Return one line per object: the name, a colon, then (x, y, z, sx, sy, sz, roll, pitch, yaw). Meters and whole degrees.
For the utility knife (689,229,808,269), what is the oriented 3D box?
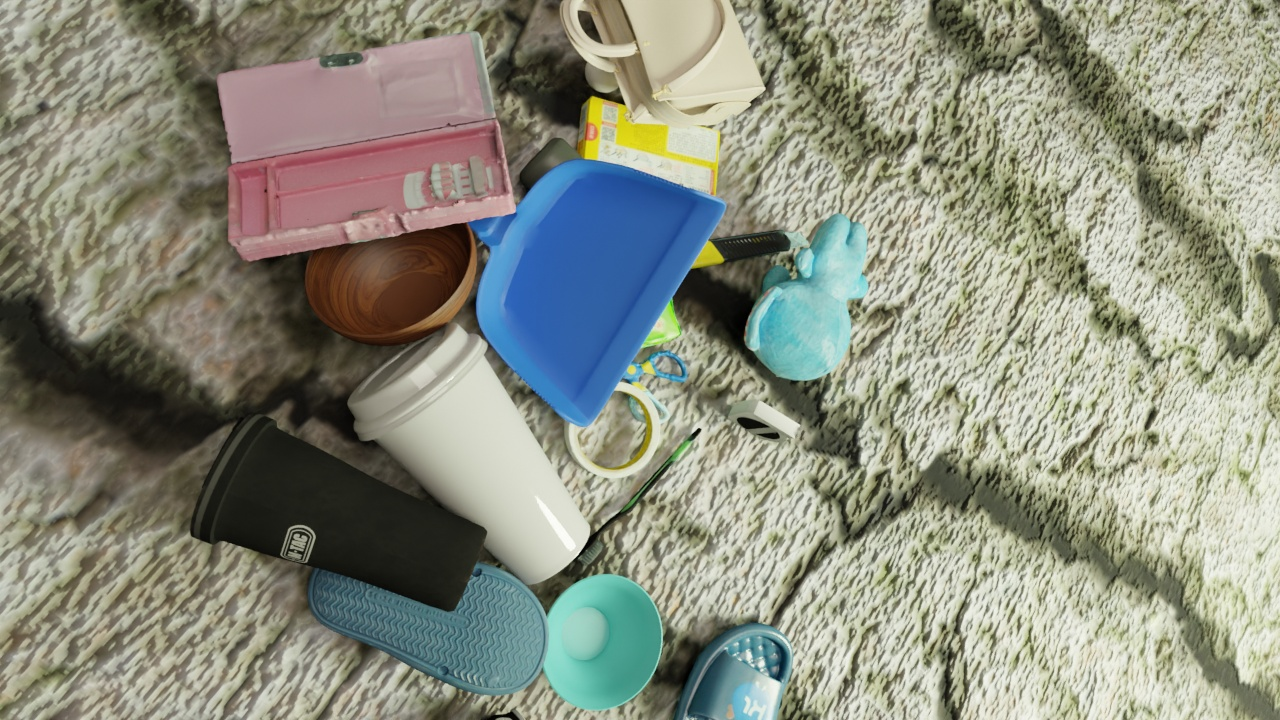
utility knife: (0.104, -0.120, 0.985, 0.186, 0.020, 0.029, -11, 91, -24)

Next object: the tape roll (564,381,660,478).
tape roll: (-0.027, 0.067, 0.898, 0.094, 0.019, 0.094, 0, 91, -19)

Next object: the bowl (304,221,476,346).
bowl: (-0.207, -0.068, 0.799, 0.147, 0.069, 0.147, -4, 61, 7)

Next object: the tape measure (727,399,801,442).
tape measure: (0.128, 0.064, 0.952, 0.064, 0.065, 0.016, 31, 73, -17)

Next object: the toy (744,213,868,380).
toy: (0.173, -0.068, 0.966, 0.183, 0.115, 0.181, 14, 97, -45)

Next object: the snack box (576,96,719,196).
snack box: (0.009, -0.215, 0.948, 0.152, 0.025, 0.075, 9, 81, -24)

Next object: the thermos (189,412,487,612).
thermos: (-0.237, 0.127, 0.732, 0.218, 0.106, 0.105, 24, 75, -8)

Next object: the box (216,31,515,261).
box: (-0.234, -0.182, 0.785, 0.232, 0.051, 0.180, -10, 72, -5)

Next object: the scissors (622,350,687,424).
scissors: (-0.015, 0.020, 0.922, 0.132, 0.020, 0.097, 14, 77, -22)

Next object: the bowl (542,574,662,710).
bowl: (-0.044, 0.261, 0.862, 0.121, 0.046, 0.121, 3, 83, -25)

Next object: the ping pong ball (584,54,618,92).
ping pong ball: (-0.036, -0.291, 0.926, 0.040, 0.040, 0.040, 3, 83, -25)

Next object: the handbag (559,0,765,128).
handbag: (0.005, -0.318, 0.890, 0.197, 0.102, 0.194, -18, 85, -42)

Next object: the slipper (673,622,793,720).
slipper: (0.083, 0.357, 0.905, 0.104, 0.059, 0.213, 37, 72, -15)

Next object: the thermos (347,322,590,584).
thermos: (-0.140, 0.088, 0.800, 0.131, 0.132, 0.222, -43, 110, -22)

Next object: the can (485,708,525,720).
can: (-0.151, 0.371, 0.782, 0.145, 0.080, 0.080, -30, 97, -24)

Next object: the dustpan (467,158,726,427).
dustpan: (-0.096, -0.106, 0.840, 0.257, 0.059, 0.246, 34, 101, 8)

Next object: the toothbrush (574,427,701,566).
toothbrush: (0.002, 0.134, 0.915, 0.187, 0.014, 0.017, -45, 116, -22)

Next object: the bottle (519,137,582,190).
bottle: (-0.062, -0.160, 0.890, 0.108, 0.060, 0.060, 44, 69, -15)

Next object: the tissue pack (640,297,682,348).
tissue pack: (-0.020, -0.058, 0.908, 0.113, 0.034, 0.099, -14, 85, -24)

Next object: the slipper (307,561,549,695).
slipper: (-0.180, 0.216, 0.797, 0.213, 0.059, 0.103, 22, 78, -5)
